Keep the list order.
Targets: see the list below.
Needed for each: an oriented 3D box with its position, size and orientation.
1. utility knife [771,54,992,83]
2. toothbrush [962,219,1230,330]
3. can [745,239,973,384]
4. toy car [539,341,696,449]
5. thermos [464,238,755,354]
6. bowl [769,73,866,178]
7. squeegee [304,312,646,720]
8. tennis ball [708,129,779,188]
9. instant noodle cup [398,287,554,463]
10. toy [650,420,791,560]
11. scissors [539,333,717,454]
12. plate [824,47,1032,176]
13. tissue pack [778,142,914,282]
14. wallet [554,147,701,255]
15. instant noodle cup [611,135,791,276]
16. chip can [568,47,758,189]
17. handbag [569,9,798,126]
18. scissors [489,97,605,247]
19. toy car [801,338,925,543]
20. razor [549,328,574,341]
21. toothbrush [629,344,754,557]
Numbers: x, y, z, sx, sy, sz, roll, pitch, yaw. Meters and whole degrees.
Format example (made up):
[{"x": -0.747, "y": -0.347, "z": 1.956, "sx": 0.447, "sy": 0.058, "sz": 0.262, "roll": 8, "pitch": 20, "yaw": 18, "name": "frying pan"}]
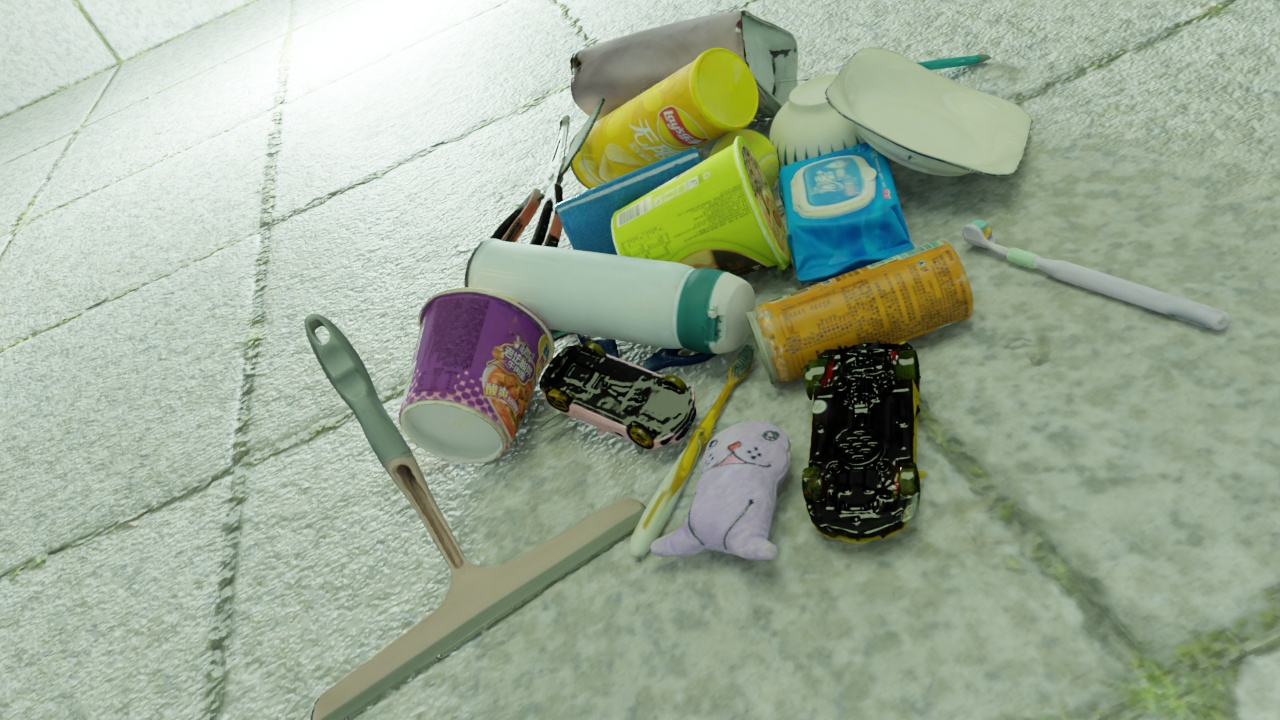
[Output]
[{"x": 0.228, "y": -0.277, "z": 0.873, "sx": 0.223, "sy": 0.013, "sz": 0.029, "roll": -10, "pitch": 14, "yaw": -9, "name": "utility knife"}, {"x": 0.301, "y": -0.059, "z": 0.620, "sx": 0.189, "sy": 0.029, "sz": 0.021, "roll": 35, "pitch": 107, "yaw": 47, "name": "toothbrush"}, {"x": 0.151, "y": -0.033, "z": 0.636, "sx": 0.146, "sy": 0.058, "sz": 0.058, "roll": -20, "pitch": 38, "yaw": 7, "name": "can"}, {"x": -0.017, "y": 0.027, "z": 0.656, "sx": 0.122, "sy": 0.037, "sz": 0.056, "roll": 22, "pitch": 65, "yaw": 27, "name": "toy car"}, {"x": -0.024, "y": -0.050, "z": 0.708, "sx": 0.224, "sy": 0.073, "sz": 0.073, "roll": 10, "pitch": 48, "yaw": 24, "name": "thermos"}, {"x": 0.171, "y": -0.219, "z": 0.841, "sx": 0.116, "sy": 0.066, "sz": 0.116, "roll": -15, "pitch": 38, "yaw": 12, "name": "bowl"}, {"x": -0.161, "y": 0.072, "z": 0.621, "sx": 0.247, "sy": 0.040, "sz": 0.249, "roll": -32, "pitch": 77, "yaw": -9, "name": "squeegee"}, {"x": 0.093, "y": -0.176, "z": 0.833, "sx": 0.065, "sy": 0.065, "sz": 0.065, "roll": -15, "pitch": 38, "yaw": 12, "name": "tennis ball"}, {"x": -0.128, "y": 0.017, "z": 0.698, "sx": 0.112, "sy": 0.111, "sz": 0.099, "roll": -7, "pitch": 50, "yaw": 21, "name": "instant noodle cup"}, {"x": 0.057, "y": 0.080, "z": 0.569, "sx": 0.084, "sy": 0.039, "sz": 0.107, "roll": -7, "pitch": 41, "yaw": 31, "name": "toy"}, {"x": -0.005, "y": 0.004, "z": 0.706, "sx": 0.162, "sy": 0.012, "sz": 0.172, "roll": -17, "pitch": 45, "yaw": 1, "name": "scissors"}, {"x": 0.236, "y": -0.198, "z": 0.764, "sx": 0.164, "sy": 0.034, "sz": 0.163, "roll": 27, "pitch": 43, "yaw": 10, "name": "plate"}, {"x": 0.162, "y": -0.122, "z": 0.741, "sx": 0.095, "sy": 0.052, "sz": 0.156, "roll": -13, "pitch": 39, "yaw": 15, "name": "tissue pack"}, {"x": -0.004, "y": -0.134, "z": 0.815, "sx": 0.133, "sy": 0.106, "sz": 0.040, "roll": -21, "pitch": 71, "yaw": 1, "name": "wallet"}, {"x": 0.046, "y": -0.106, "z": 0.752, "sx": 0.124, "sy": 0.112, "sz": 0.111, "roll": -21, "pitch": 37, "yaw": 19, "name": "instant noodle cup"}, {"x": 0.014, "y": -0.218, "z": 0.860, "sx": 0.214, "sy": 0.072, "sz": 0.071, "roll": -11, "pitch": 33, "yaw": 54, "name": "chip can"}, {"x": 0.046, "y": -0.283, "z": 0.928, "sx": 0.197, "sy": 0.098, "sz": 0.144, "roll": 0, "pitch": -1, "yaw": 31, "name": "handbag"}, {"x": -0.094, "y": -0.156, "z": 0.882, "sx": 0.227, "sy": 0.015, "sz": 0.189, "roll": -49, "pitch": 32, "yaw": 13, "name": "scissors"}, {"x": 0.136, "y": 0.047, "z": 0.562, "sx": 0.071, "sy": 0.041, "sz": 0.155, "roll": -7, "pitch": 45, "yaw": 22, "name": "toy car"}, {"x": -0.078, "y": -0.055, "z": 0.817, "sx": 0.042, "sy": 0.022, "sz": 0.142, "roll": -20, "pitch": 38, "yaw": -11, "name": "razor"}, {"x": 0.039, "y": 0.055, "z": 0.624, "sx": 0.016, "sy": 0.018, "sz": 0.190, "roll": 27, "pitch": 54, "yaw": 10, "name": "toothbrush"}]
